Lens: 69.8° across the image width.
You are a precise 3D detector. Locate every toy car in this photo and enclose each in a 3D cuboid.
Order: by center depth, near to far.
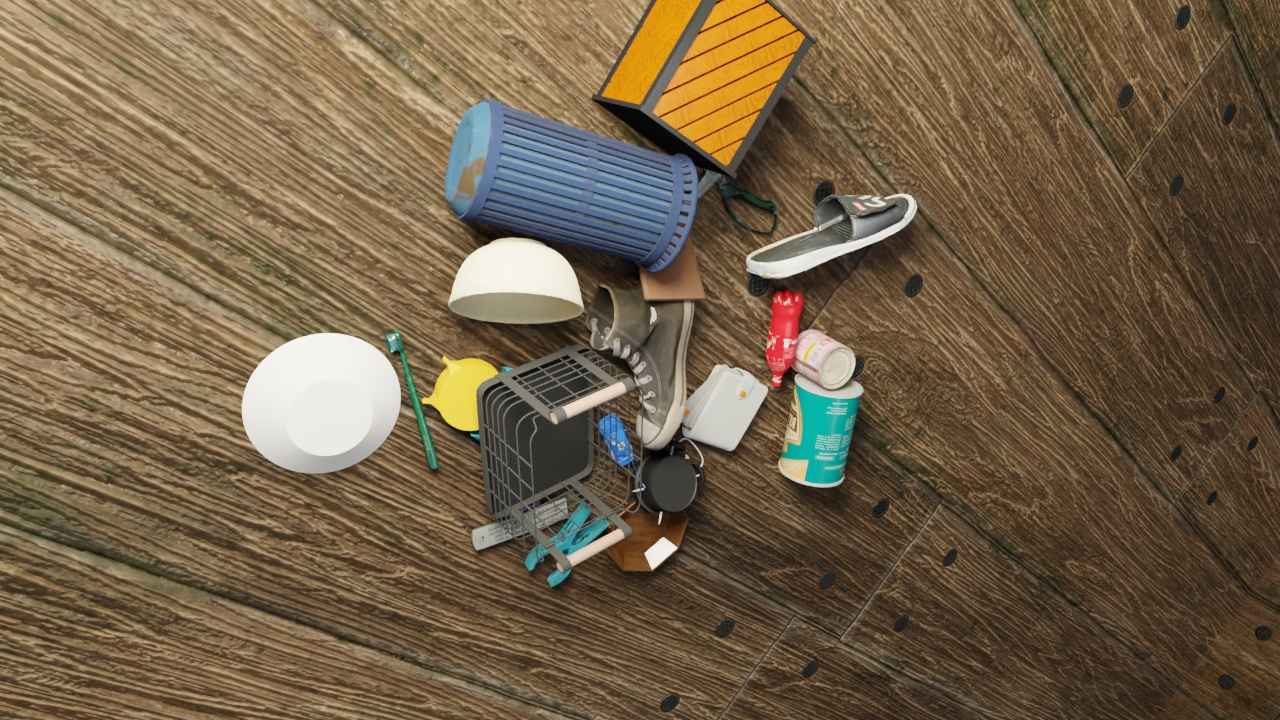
[{"bbox_3d":[-0.021,0.123,1.234,0.033,0.062,0.092,-30,123,-15],"label":"toy car"}]

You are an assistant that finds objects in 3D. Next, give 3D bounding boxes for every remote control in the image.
[{"bbox_3d":[-0.161,0.218,1.228,0.136,0.013,0.033,-16,118,-23],"label":"remote control"}]

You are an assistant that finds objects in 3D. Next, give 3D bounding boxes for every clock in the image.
[{"bbox_3d":[-0.194,0.047,1.118,0.129,0.044,0.099,25,98,-28],"label":"clock"},{"bbox_3d":[0.042,0.162,1.283,0.120,0.043,0.091,-46,109,-27],"label":"clock"}]

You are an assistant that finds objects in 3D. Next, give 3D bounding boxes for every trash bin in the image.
[{"bbox_3d":[-0.079,-0.191,1.008,0.249,0.139,0.139,11,105,-25],"label":"trash bin"},{"bbox_3d":[0.068,-0.326,1.032,0.139,0.140,0.172,28,96,-31],"label":"trash bin"}]

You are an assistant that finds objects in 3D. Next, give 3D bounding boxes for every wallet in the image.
[{"bbox_3d":[0.032,-0.130,1.137,0.087,0.013,0.121,-2,69,-28],"label":"wallet"},{"bbox_3d":[0.110,0.063,1.298,0.115,0.037,0.118,20,104,-34],"label":"wallet"}]

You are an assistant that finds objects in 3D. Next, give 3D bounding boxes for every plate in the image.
[{"bbox_3d":[-0.353,0.058,1.036,0.173,0.036,0.174,-12,116,-25],"label":"plate"},{"bbox_3d":[0.005,0.245,1.325,0.131,0.025,0.131,-12,116,-25],"label":"plate"}]

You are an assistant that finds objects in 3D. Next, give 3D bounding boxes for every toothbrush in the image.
[{"bbox_3d":[-0.271,0.050,1.091,0.017,0.016,0.190,-22,120,-22],"label":"toothbrush"}]

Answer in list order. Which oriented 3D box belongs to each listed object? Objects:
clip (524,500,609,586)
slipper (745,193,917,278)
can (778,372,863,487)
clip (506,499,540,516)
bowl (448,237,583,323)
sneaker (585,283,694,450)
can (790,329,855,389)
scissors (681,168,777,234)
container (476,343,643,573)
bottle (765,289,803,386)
[{"bbox_3d":[-0.093,0.268,1.281,0.130,0.030,0.120,-32,119,-12],"label":"clip"},{"bbox_3d":[0.260,-0.184,1.234,0.263,0.111,0.063,-26,115,-13],"label":"slipper"},{"bbox_3d":[0.266,0.101,1.362,0.099,0.099,0.144,-4,113,-28],"label":"can"},{"bbox_3d":[-0.156,0.188,1.219,0.050,0.013,0.029,-10,117,-28],"label":"clip"},{"bbox_3d":[-0.140,-0.093,1.038,0.150,0.151,0.075,5,78,-31],"label":"bowl"},{"bbox_3d":[-0.007,0.007,1.175,0.119,0.095,0.235,-4,116,-25],"label":"sneaker"},{"bbox_3d":[0.261,-0.003,1.328,0.067,0.076,0.067,-12,116,-25],"label":"can"},{"bbox_3d":[0.134,-0.248,1.187,0.201,0.015,0.205,-49,126,0],"label":"scissors"},{"bbox_3d":[-0.091,0.115,1.116,0.162,0.130,0.242,-23,130,-33],"label":"container"},{"bbox_3d":[0.202,-0.030,1.304,0.041,0.042,0.142,-7,114,-27],"label":"bottle"}]
